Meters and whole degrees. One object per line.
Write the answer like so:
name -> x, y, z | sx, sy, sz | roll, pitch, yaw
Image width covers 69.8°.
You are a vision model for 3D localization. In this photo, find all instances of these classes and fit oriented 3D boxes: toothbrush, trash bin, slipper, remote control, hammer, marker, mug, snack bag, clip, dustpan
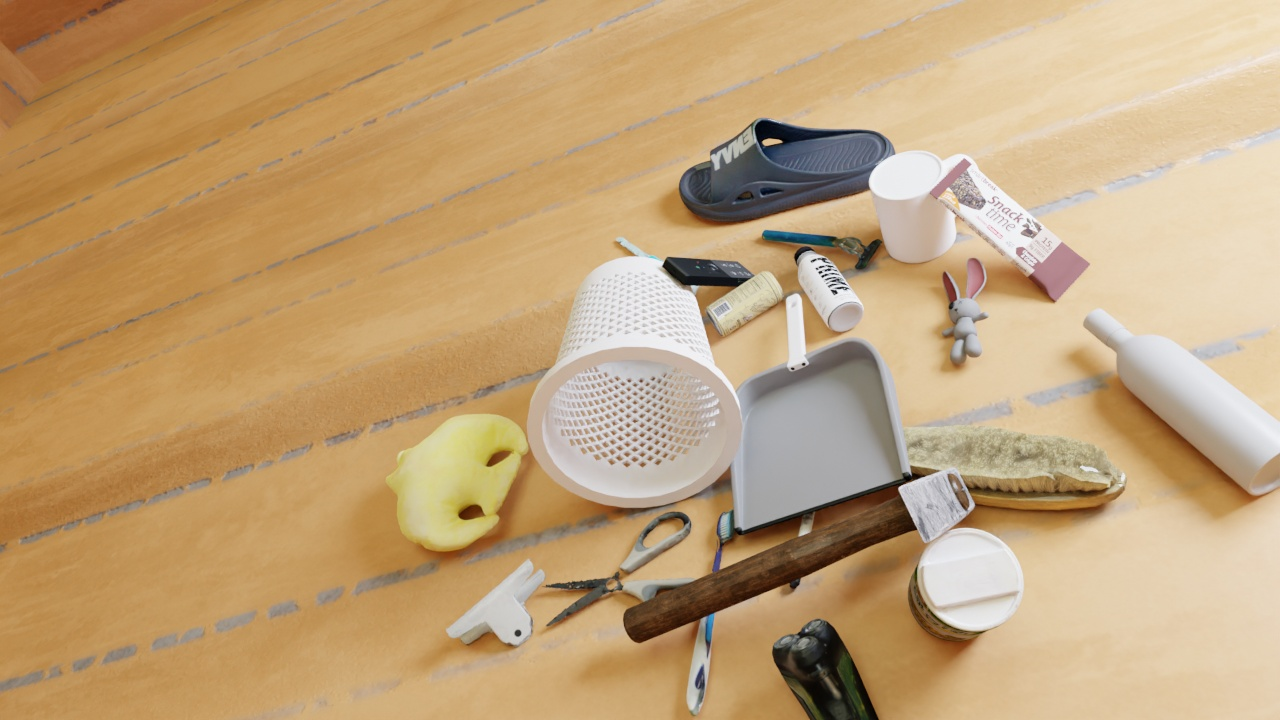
toothbrush -> 0.063, 0.212, 0.791 | 0.017, 0.016, 0.188 | -36, 31, 46
trash bin -> -0.005, 0.005, 0.911 | 0.196, 0.195, 0.199 | -18, 35, 13
slipper -> 0.164, -0.238, 1.099 | 0.269, 0.083, 0.110 | -6, 51, 22
remote control -> 0.078, -0.094, 0.981 | 0.034, 0.149, 0.013 | 43, 116, 25
hammer -> 0.099, 0.159, 0.695 | 0.301, 0.217, 0.037 | -28, 75, 21
marker -> 0.151, 0.134, 0.820 | 0.011, 0.011, 0.151 | -1, 51, 28
mug -> 0.300, -0.167, 0.952 | 0.110, 0.090, 0.073 | -26, 44, 5
snack bag -> 0.356, -0.128, 0.884 | 0.057, 0.013, 0.158 | -43, 80, -14
clip -> -0.129, 0.238, 0.866 | 0.102, 0.058, 0.052 | -40, 20, -8
dustpan -> 0.157, 0.030, 0.870 | 0.163, 0.033, 0.257 | -24, 36, 26

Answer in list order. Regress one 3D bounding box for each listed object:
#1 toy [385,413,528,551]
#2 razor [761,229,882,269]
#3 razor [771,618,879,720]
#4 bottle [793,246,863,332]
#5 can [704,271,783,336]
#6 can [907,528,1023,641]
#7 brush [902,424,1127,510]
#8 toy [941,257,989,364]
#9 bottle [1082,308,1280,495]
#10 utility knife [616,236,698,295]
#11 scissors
toy -> -0.200, 0.124, 0.983 | 0.155, 0.065, 0.170 | 3, 53, 23
razor -> 0.197, -0.133, 1.029 | 0.144, 0.022, 0.042 | 17, 60, 39
razor -> 0.148, 0.263, 0.668 | 0.054, 0.067, 0.151 | -31, 51, 6
bottle -> 0.193, -0.080, 0.968 | 0.041, 0.041, 0.116 | -26, 44, 5
can -> 0.113, -0.062, 0.998 | 0.079, 0.038, 0.038 | -32, 43, -1
can -> 0.229, 0.164, 0.658 | 0.067, 0.121, 0.067 | -4, 69, 11
brush -> 0.292, 0.087, 0.760 | 0.196, 0.043, 0.059 | 4, 54, 33
toy -> 0.311, -0.046, 0.880 | 0.049, 0.030, 0.111 | -31, 37, 44
bottle -> 0.432, 0.021, 0.737 | 0.052, 0.052, 0.195 | -30, 43, 1
utility knife -> 0.014, -0.117, 1.121 | 0.022, 0.015, 0.179 | -41, 42, -9
scissors -> -0.008, 0.200, 0.844 | 0.166, 0.012, 0.157 | 21, 61, 40
